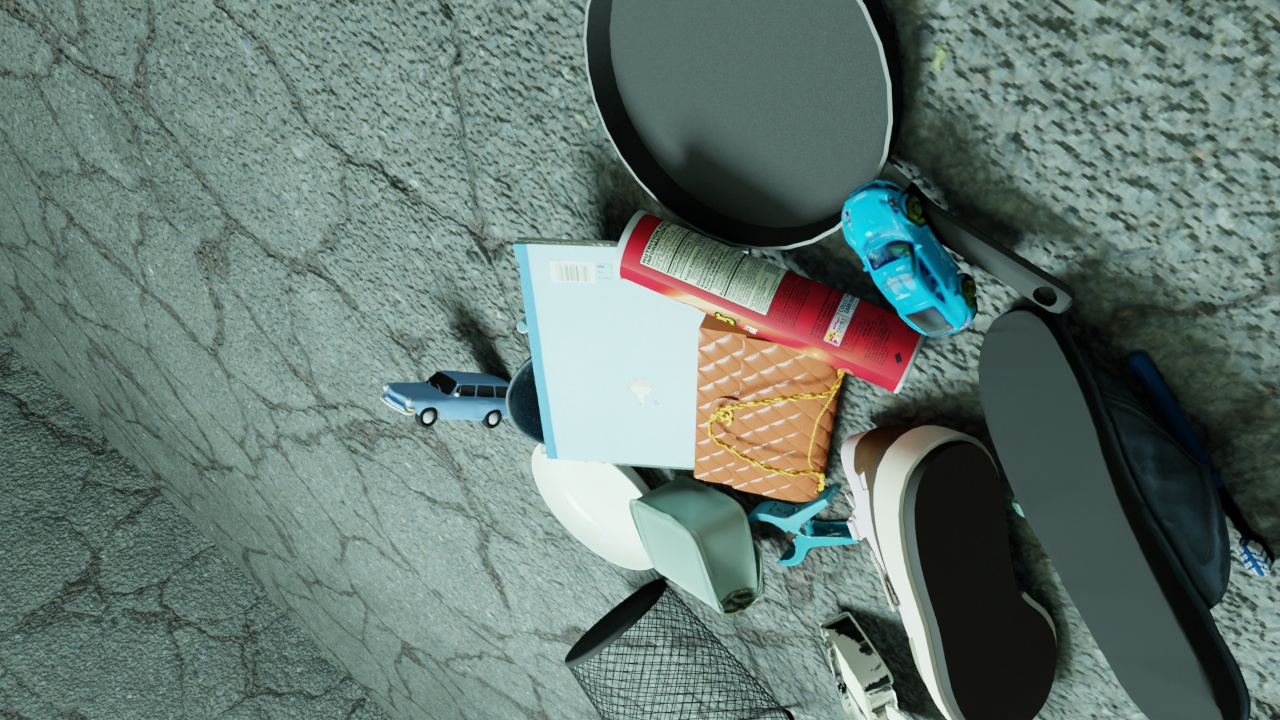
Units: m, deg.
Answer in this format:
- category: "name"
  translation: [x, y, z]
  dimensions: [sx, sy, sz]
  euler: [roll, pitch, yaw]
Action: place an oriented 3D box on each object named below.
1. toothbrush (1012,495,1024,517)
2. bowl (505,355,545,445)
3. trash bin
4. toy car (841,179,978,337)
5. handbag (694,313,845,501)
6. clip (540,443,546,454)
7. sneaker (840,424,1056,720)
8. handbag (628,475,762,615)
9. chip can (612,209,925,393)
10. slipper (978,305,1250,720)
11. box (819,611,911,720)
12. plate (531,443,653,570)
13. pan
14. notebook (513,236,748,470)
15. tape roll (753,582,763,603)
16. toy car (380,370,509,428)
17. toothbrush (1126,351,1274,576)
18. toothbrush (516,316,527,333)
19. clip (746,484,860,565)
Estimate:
- category: "toothbrush"
  translation: [0.315, 0.141, 0.649]
  dimensions: [0.135, 0.017, 0.022]
  euler: [43, 141, 5]
- category: "bowl"
  translation: [-0.060, 0.015, 0.856]
  dimensions: [0.057, 0.137, 0.137]
  euler: [-108, 11, -47]
- category: "trash bin"
  translation: [0.035, 0.375, 1.032]
  dimensions: [0.210, 0.183, 0.185]
  euler: [52, 145, 3]
- category: "toy car"
  translation: [0.157, -0.057, 0.547]
  dimensions: [0.105, 0.032, 0.048]
  euler: [54, 146, -10]
- category: "handbag"
  translation: [0.100, 0.041, 0.729]
  dimensions: [0.109, 0.060, 0.172]
  euler: [13, 135, 15]
- category: "clip"
  translation: [-0.059, 0.061, 0.911]
  dimensions: [0.102, 0.052, 0.059]
  euler: [-14, 98, 22]
- category: "sneaker"
  translation: [0.225, 0.173, 0.716]
  dimensions: [0.116, 0.111, 0.294]
  euler: [25, 146, 61]
- category: "handbag"
  translation: [0.054, 0.174, 0.880]
  dimensions: [0.122, 0.067, 0.106]
  euler: [15, 126, 58]
- category: "chip can"
  translation: [0.088, -0.042, 0.641]
  dimensions: [0.215, 0.051, 0.052]
  euler: [24, 140, 12]
- category: "slipper"
  translation: [0.296, 0.085, 0.550]
  dimensions: [0.109, 0.083, 0.265]
  euler: [109, 140, -72]
- category: "box"
  translation: [0.231, 0.334, 0.833]
  dimensions: [0.184, 0.044, 0.143]
  euler: [-121, 9, -58]
- category: "plate"
  translation: [-0.040, 0.149, 1.001]
  dimensions: [0.182, 0.034, 0.183]
  euler: [27, 140, 25]
- category: "pan"
  translation: [0.111, -0.139, 0.572]
  dimensions: [0.356, 0.034, 0.226]
  euler: [36, 143, 14]
- category: "notebook"
  translation: [-0.005, 0.005, 0.777]
  dimensions: [0.181, 0.009, 0.254]
  euler: [4, 133, 6]
- category: "tape roll"
  translation: [0.085, 0.219, 0.960]
  dimensions: [0.093, 0.013, 0.093]
  euler: [28, 140, 25]
- category: "toy car"
  translation: [-0.201, 0.039, 0.981]
  dimensions: [0.056, 0.153, 0.055]
  euler: [23, 102, 42]
- category: "toothbrush"
  translation: [0.338, 0.063, 0.554]
  dimensions: [0.168, 0.014, 0.014]
  euler: [53, 149, -10]
- category: "toothbrush"
  translation: [-0.060, 0.011, 0.904]
  dimensions: [0.155, 0.022, 0.016]
  euler: [41, 128, 6]
- category: "clip"
  translation: [0.133, 0.136, 0.824]
  dimensions: [0.120, 0.030, 0.130]
  euler: [43, 145, 13]
